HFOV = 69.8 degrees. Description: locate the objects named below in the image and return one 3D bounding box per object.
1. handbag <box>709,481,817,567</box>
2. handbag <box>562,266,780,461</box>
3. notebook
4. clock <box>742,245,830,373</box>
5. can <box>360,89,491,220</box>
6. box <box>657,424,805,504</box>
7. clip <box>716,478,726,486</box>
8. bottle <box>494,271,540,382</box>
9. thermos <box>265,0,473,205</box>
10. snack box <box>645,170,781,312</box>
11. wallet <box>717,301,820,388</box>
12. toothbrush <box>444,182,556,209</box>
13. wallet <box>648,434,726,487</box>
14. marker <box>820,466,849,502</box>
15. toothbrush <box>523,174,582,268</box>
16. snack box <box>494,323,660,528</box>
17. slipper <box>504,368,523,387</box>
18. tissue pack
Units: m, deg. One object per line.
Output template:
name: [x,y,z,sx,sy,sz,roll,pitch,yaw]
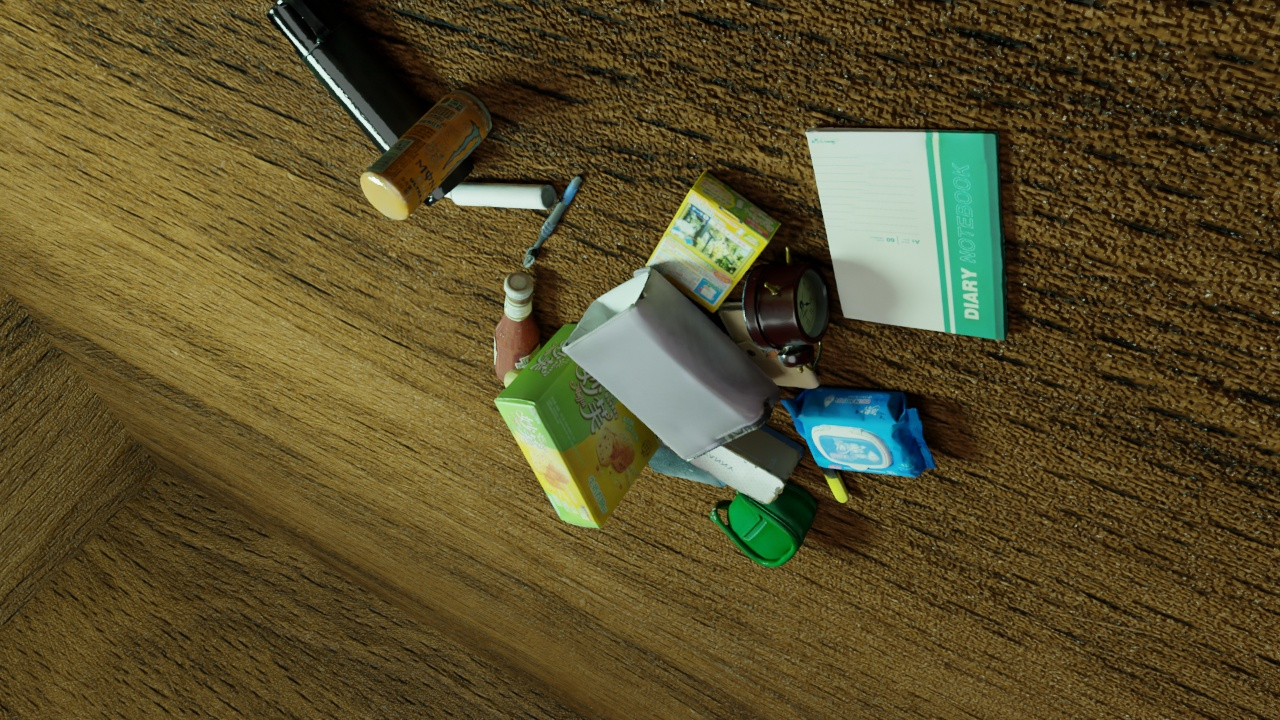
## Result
handbag: [0.159,0.205,1.201,0.120,0.067,0.132,31,149,7]
handbag: [0.036,0.002,0.978,0.197,0.098,0.145,42,148,-16]
notebook: [0.227,-0.104,0.769,0.151,0.012,0.209,11,141,33]
clock: [0.143,-0.042,0.865,0.055,0.081,0.122,-3,131,37]
can: [-0.211,-0.206,0.913,0.058,0.145,0.058,24,148,16]
box: [0.113,0.107,1.122,0.184,0.059,0.090,29,150,6]
clip: [0.117,0.137,1.189,0.027,0.044,0.058,53,151,23]
bottle: [-0.158,-0.039,1.178,0.060,0.059,0.206,29,148,10]
thermos: [-0.277,-0.272,0.947,0.242,0.068,0.090,49,-179,-24]
snack box: [0.067,-0.111,0.890,0.087,0.033,0.141,35,151,0]
wallet: [0.131,-0.016,0.969,0.087,0.024,0.115,5,140,44]
toothbrush: [-0.185,-0.187,1.029,0.221,0.026,0.026,9,99,35]
wallet: [0.051,0.130,1.246,0.121,0.019,0.097,8,141,34]
marker: [0.221,0.122,1.082,0.018,0.015,0.124,1,133,42]
toothbrush: [-0.099,-0.150,1.010,0.014,0.016,0.190,31,149,-10]
snack box: [-0.071,0.081,1.142,0.070,0.157,0.210,5,131,37]
slipper: [-0.103,0.048,1.219,0.092,0.081,0.190,22,166,36]
tissue pack: [0.228,0.077,0.974,0.157,0.052,0.095,3,137,41]
